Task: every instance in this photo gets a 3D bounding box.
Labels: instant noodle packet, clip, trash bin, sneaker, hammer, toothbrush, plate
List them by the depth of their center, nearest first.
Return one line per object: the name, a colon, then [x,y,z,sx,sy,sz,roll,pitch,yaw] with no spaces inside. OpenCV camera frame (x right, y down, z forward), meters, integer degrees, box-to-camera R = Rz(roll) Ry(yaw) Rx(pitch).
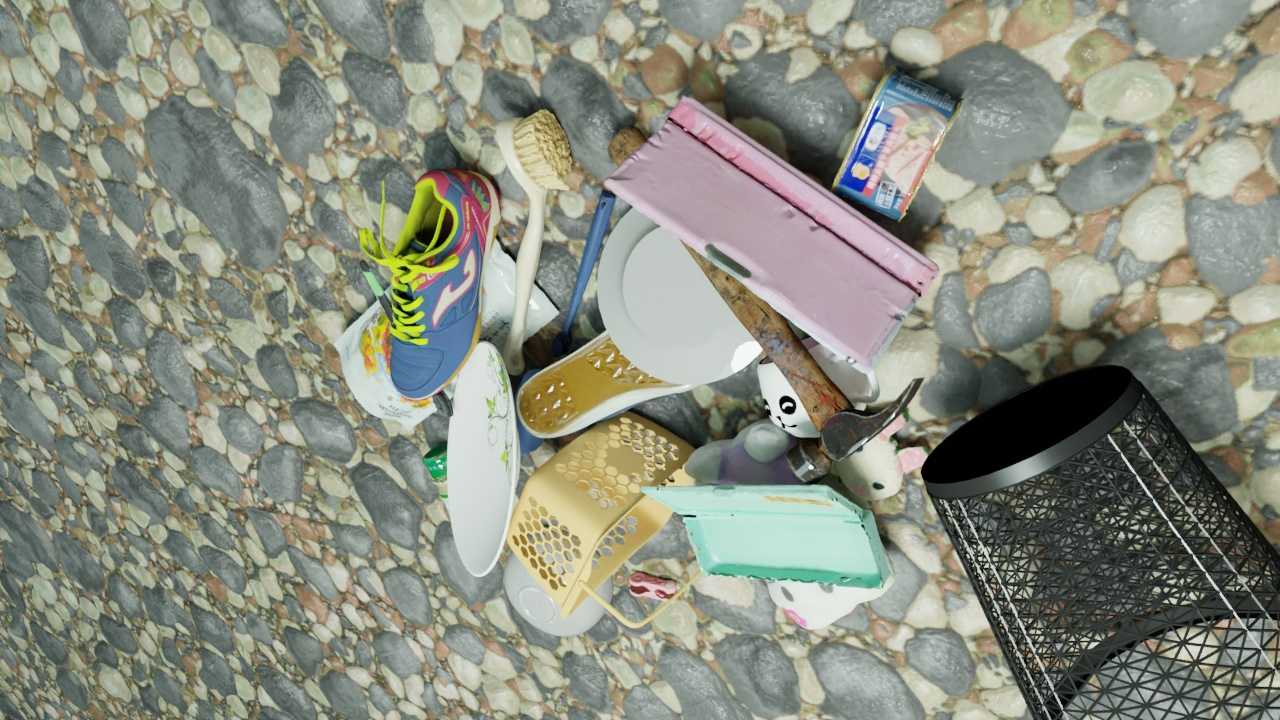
trash bin: [0.342,0.149,0.672,0.218,0.216,0.243,-31,92,38]
hammer: [0.082,-0.067,0.736,0.120,0.033,0.330,-43,73,24]
plate: [0.037,-0.065,0.791,0.173,0.019,0.173,2,94,22]
sneaker: [-0.005,0.005,0.868,0.236,0.079,0.087,-24,82,20]
toothbrush: [-0.057,-0.077,0.882,0.016,0.017,0.190,30,127,12]
sneaker: [-0.214,-0.070,0.888,0.116,0.090,0.242,26,110,23]
plate: [-0.148,0.096,0.910,0.230,0.030,0.229,-13,75,63]
toothbrush: [-0.247,-0.021,0.964,0.014,0.017,0.188,-26,99,15]
instant noodle packet: [-0.219,-0.034,0.978,0.270,0.057,0.147,-37,97,33]
clip: [0.014,0.261,1.028,0.060,0.023,0.041,3,114,26]

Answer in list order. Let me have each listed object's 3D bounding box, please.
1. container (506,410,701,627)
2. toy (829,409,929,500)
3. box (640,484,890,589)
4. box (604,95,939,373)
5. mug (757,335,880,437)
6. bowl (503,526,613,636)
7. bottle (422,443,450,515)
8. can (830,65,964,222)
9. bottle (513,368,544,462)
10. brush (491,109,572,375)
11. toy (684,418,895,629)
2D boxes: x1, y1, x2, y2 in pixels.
container: [-0.011,0.154,0.881,0.167,0.182,0.129,38,128,16]
toy: [0.196,0.084,0.812,0.113,0.050,0.087,-20,105,30]
box: [0.106,0.141,0.787,0.187,0.056,0.138,-6,127,39]
box: [0.108,-0.107,0.681,0.233,0.172,0.075,36,123,6]
mug: [0.155,0.021,0.760,0.124,0.090,0.076,-14,102,64]
bowl: [-0.103,0.266,1.069,0.132,0.064,0.132,14,122,23]
bottle: [-0.218,0.153,1.087,0.043,0.042,0.110,-8,113,33]
can: [0.188,-0.157,0.676,0.059,0.053,0.100,28,127,11]
bottle: [-0.122,0.070,0.981,0.048,0.047,0.131,35,128,8]
brush: [-0.109,-0.102,0.867,0.077,0.061,0.273,25,125,26]
toy: [0.139,0.152,0.857,0.138,0.085,0.209,-30,98,40]
